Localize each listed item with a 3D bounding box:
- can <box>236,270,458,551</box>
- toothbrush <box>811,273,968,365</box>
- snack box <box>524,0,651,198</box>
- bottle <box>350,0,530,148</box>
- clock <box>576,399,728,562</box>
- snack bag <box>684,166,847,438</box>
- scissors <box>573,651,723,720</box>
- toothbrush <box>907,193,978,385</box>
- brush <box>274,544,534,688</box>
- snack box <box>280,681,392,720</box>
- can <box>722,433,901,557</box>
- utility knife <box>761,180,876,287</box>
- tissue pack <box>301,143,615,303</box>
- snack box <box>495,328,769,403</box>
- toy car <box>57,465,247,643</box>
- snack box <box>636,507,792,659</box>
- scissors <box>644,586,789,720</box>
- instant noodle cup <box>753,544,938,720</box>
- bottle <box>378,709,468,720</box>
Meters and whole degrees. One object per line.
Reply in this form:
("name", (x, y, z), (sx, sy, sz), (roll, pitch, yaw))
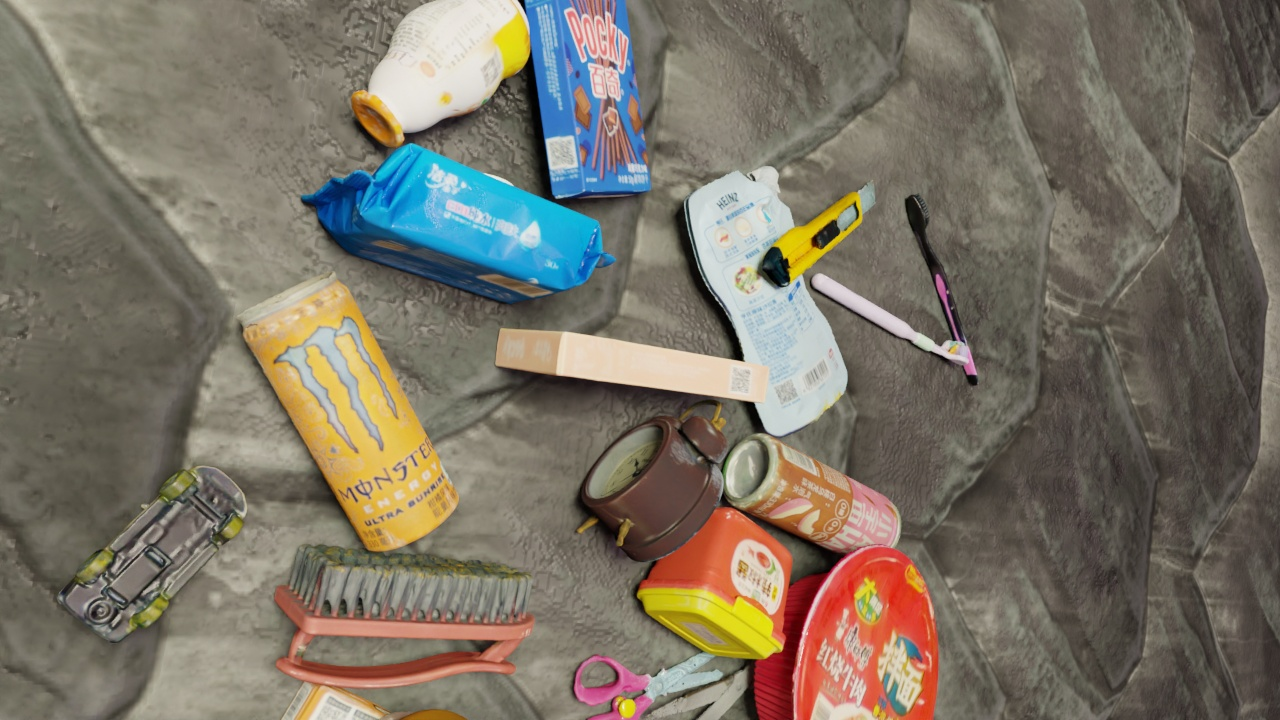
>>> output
("can", (-0.155, 0.029, 0.494), (0.058, 0.058, 0.146), (-34, 109, -30))
("toothbrush", (0.211, -0.034, 0.768), (0.189, 0.029, 0.021), (22, 116, -32))
("snack box", (-0.034, -0.182, 0.575), (0.084, 0.026, 0.157), (-19, 103, -59))
("bottle", (-0.113, -0.166, 0.517), (0.108, 0.063, 0.063), (-51, 116, -24))
("clock", (0.014, 0.073, 0.597), (0.055, 0.082, 0.121), (47, 68, -19))
("snack bag", (0.095, -0.047, 0.677), (0.110, 0.039, 0.191), (-32, 107, -31))
("scissors", (0.007, 0.217, 0.636), (0.137, 0.017, 0.077), (-19, 94, -37))
("toothbrush", (0.270, -0.061, 0.812), (0.017, 0.014, 0.189), (-40, 113, -41))
("brush", (-0.125, 0.146, 0.515), (0.145, 0.063, 0.069), (14, 86, -35))
("snack box", (-0.143, 0.247, 0.524), (0.153, 0.026, 0.075), (40, 68, -28))
("can", (0.130, 0.106, 0.690), (0.147, 0.058, 0.057), (28, 75, -31))
("utility knife", (0.144, -0.103, 0.700), (0.192, 0.015, 0.033), (-38, 113, -44))
("tissue pack", (-0.100, -0.074, 0.510), (0.157, 0.095, 0.052), (17, 80, -31))
("snack box", (-0.003, 0.003, 0.582), (0.157, 0.085, 0.026), (9, 88, -34))
("toy car", (-0.238, 0.092, 0.452), (0.042, 0.035, 0.090), (53, 58, -24))
("snack box", (0.055, 0.151, 0.631), (0.091, 0.082, 0.080), (40, 56, -29))
("scissors", (0.076, 0.235, 0.678), (0.159, 0.014, 0.170), (34, 70, -32))
("instant noodle cup", (0.147, 0.231, 0.678), (0.193, 0.066, 0.193), (3, 86, -45))
("bottle", (-0.084, 0.209, 0.431), (0.068, 0.190, 0.068), (2, 87, -34))
